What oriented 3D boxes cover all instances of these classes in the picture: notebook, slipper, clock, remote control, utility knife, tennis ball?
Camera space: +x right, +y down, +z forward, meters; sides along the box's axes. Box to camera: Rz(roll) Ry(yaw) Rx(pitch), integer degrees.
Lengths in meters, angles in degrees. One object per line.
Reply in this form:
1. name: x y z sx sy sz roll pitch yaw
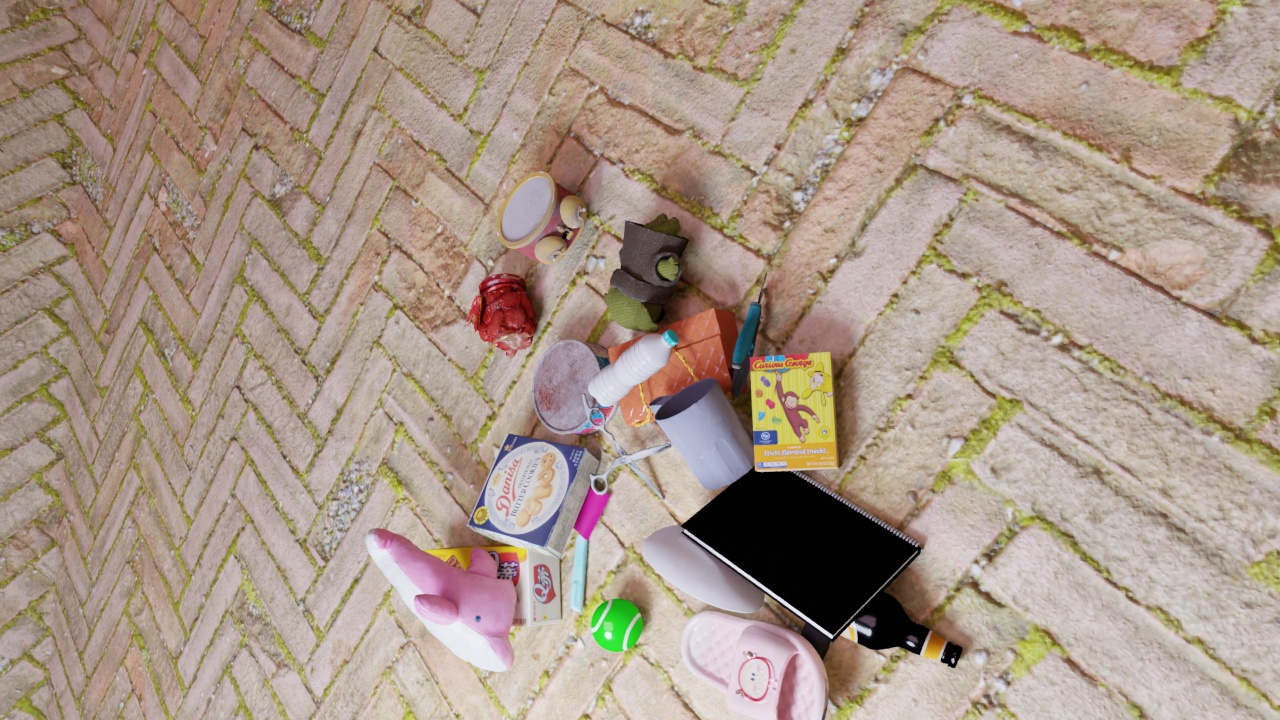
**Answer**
1. notebook: 0.168 0.189 0.976 0.207 0.148 0.016 30 143 38
2. slipper: 0.122 0.341 1.023 0.222 0.055 0.106 10 86 51
3. clock: -0.126 -0.192 1.300 0.159 0.081 0.117 33 94 47
4. remote control: 0.192 0.301 1.008 0.033 0.015 0.147 26 100 39
5. utility knife: -0.080 0.256 1.242 0.022 0.015 0.165 0 81 35
6. tennis ball: -0.030 0.333 1.155 0.065 0.065 0.065 -7 79 39

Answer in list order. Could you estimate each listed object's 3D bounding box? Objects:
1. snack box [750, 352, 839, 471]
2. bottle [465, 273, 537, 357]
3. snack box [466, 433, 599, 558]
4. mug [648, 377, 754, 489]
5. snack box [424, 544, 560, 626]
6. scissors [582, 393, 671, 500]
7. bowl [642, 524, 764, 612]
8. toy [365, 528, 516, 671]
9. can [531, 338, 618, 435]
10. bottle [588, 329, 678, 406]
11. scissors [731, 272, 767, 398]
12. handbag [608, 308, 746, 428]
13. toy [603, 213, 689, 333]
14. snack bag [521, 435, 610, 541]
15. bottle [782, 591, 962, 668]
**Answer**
1. snack box: 0.172 0.059 1.024 0.088 0.040 0.125 -4 80 16
2. bottle: -0.204 -0.063 1.339 0.099 0.098 0.111 -27 62 34
3. snack box: -0.146 0.181 1.245 0.145 0.042 0.144 7 65 33
4. mug: 0.069 0.087 1.078 0.104 0.083 0.124 56 154 -12
5. snack box: -0.217 0.320 1.315 0.231 0.061 0.110 -11 76 39
6. scissors: -0.029 0.117 1.189 0.175 0.014 0.142 51 122 11
7. bowl: 0.078 0.222 1.028 0.149 0.149 0.043 32 103 38
8. toy: -0.253 0.301 1.234 0.265 0.187 0.127 36 68 15
9. can: -0.088 0.037 1.261 0.130 0.044 0.130 -7 79 39
10. bottle: -0.007 0.006 1.121 0.137 0.044 0.044 -38 61 32
11. scissors: 0.125 -0.027 1.058 0.019 0.124 0.155 13 99 12
12. handbag: 0.042 0.013 1.150 0.172 0.060 0.108 -20 75 36
13. toy: 0.009 -0.113 1.179 0.179 0.078 0.153 37 113 62
14. snack bag: -0.123 0.174 1.281 0.197 0.016 0.070 28 91 40
15. bottle: 0.237 0.264 0.942 0.182 0.059 0.059 21 97 25
